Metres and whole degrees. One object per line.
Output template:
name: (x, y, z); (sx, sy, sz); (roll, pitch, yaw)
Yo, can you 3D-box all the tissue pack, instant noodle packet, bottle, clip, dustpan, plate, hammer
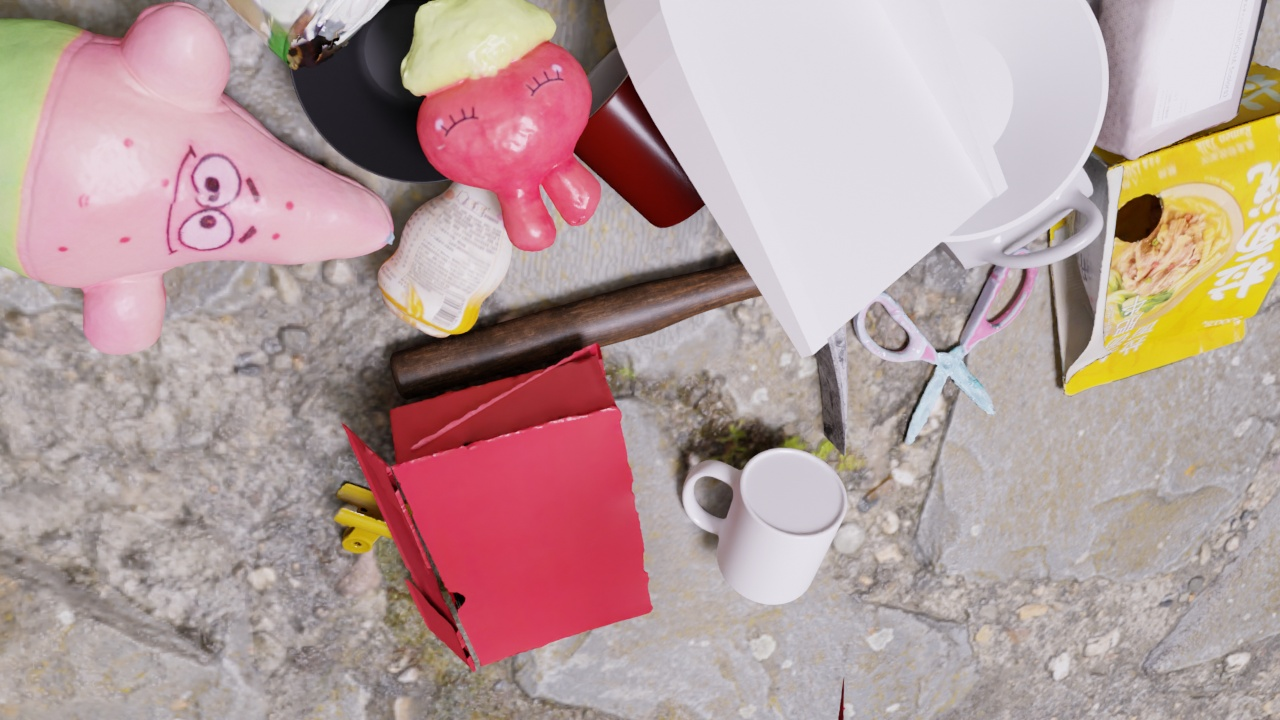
tissue pack: (0.308, -0.220, 0.538); (0.103, 0.071, 0.182); (-21, 131, -10)
instant noodle packet: (0.389, -0.082, 0.671); (0.163, 0.084, 0.222); (-19, 124, -6)
bottle: (-0.103, -0.069, 0.531); (0.063, 0.063, 0.108); (30, 102, -25)
clip: (-0.181, 0.108, 0.610); (0.054, 0.046, 0.048); (24, 71, -25)
dustpan: (0.090, -0.163, 0.469); (0.191, 0.053, 0.258); (-37, 98, -29)
plate: (0.190, -0.161, 0.564); (0.174, 0.036, 0.174); (1, 101, 4)
hammer: (-0.004, 0.003, 0.609); (0.300, 0.037, 0.218); (-16, 117, -8)

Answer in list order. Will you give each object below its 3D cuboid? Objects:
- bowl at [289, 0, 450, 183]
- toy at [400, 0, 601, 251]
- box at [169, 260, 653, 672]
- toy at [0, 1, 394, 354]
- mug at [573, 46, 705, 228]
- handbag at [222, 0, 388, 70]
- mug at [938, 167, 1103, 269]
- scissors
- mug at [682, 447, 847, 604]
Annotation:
bowl: (-0.121, -0.162, 0.491); (0.124, 0.052, 0.124); (-6, 114, -14)
toy: (-0.067, -0.122, 0.467); (0.091, 0.045, 0.135); (-23, 111, -4)
box: (-0.163, 0.062, 0.649); (0.147, 0.375, 0.213); (-43, 141, -33)
toy: (-0.243, -0.089, 0.467); (0.236, 0.096, 0.192); (10, 119, -28)
mug: (0.014, -0.132, 0.517); (0.082, 0.106, 0.073); (39, 64, -27)
handbag: (-0.173, -0.243, 0.395); (0.195, 0.072, 0.139); (45, 95, -5)
mug: (0.244, -0.095, 0.599); (0.089, 0.107, 0.071); (-41, 132, 13)
scissors: (0.222, -0.014, 0.681); (0.175, 0.013, 0.171); (15, 111, -23)
mug: (0.081, 0.111, 0.653); (0.110, 0.073, 0.091); (23, 139, 13)
